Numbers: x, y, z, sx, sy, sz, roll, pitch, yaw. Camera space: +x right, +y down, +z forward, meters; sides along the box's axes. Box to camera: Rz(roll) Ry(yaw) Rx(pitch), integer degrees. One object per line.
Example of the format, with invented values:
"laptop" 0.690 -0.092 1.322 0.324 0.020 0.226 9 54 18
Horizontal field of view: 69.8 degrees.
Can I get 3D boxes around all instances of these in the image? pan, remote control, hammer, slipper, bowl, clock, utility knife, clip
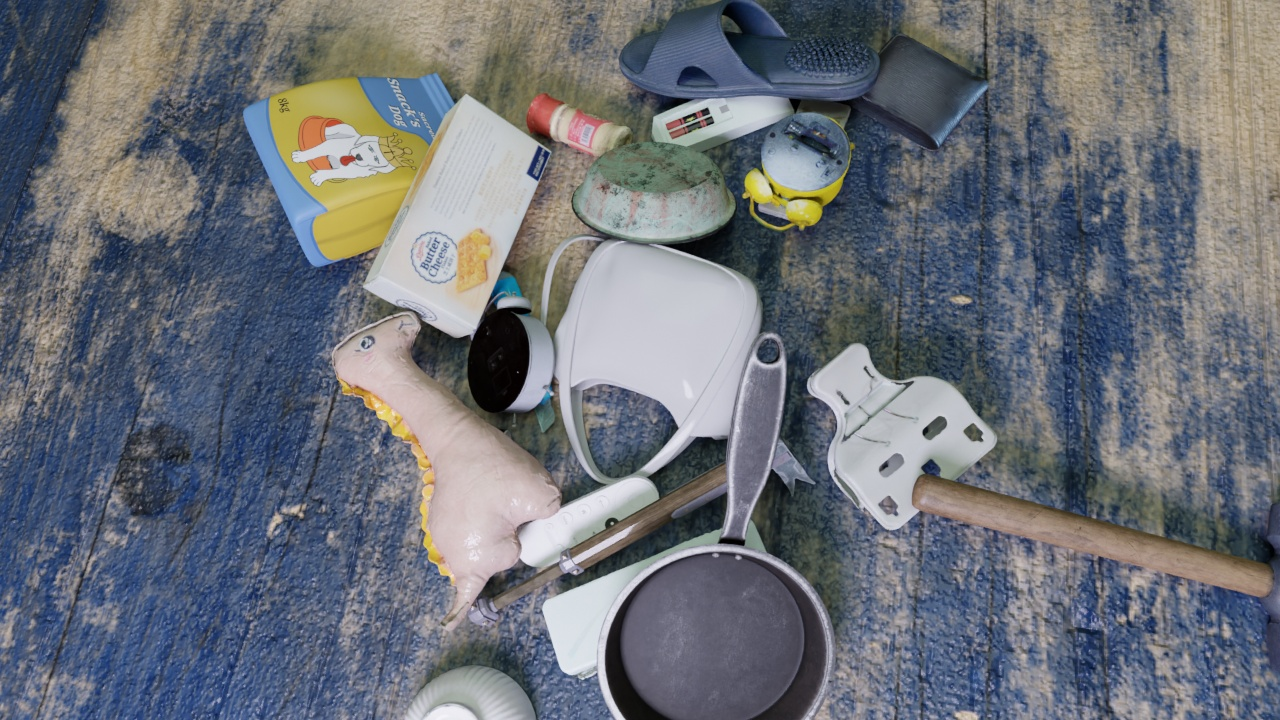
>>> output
"pan" 0.070 0.150 0.712 0.187 0.055 0.357 7 99 -3
"remote control" -0.047 0.143 0.816 0.136 0.013 0.043 -25 96 3
"remote control" 0.081 -0.249 0.933 0.143 0.024 0.049 -21 70 1
"hammer" 0.376 0.145 0.728 0.322 0.040 0.129 14 78 4
"slipper" 0.104 -0.318 0.907 0.264 0.083 0.101 10 54 17
"bowl" 0.014 -0.165 0.864 0.157 0.039 0.157 1 38 -1
"clock" 0.149 -0.177 0.868 0.083 0.057 0.118 33 80 16
"utility knife" -0.114 -0.013 0.887 0.031 0.015 0.178 -21 68 4
"bowl" -0.149 0.314 0.758 0.118 0.062 0.118 -3 71 8
"clip" 0.209 0.057 0.798 0.126 0.097 0.152 -39 67 -7
"remote control" 0.163 -0.201 0.912 0.050 0.011 0.135 19 75 14
"hammer" -0.015 0.144 0.777 0.317 0.147 0.028 -31 53 9
"clock" -0.123 -0.007 0.854 0.095 0.035 0.122 -39 57 35

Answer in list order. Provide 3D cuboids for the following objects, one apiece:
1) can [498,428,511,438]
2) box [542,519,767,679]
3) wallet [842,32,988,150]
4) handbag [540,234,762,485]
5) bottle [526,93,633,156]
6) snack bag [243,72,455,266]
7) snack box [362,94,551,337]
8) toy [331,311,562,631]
"can" -0.163 0.077 0.856 0.080 0.031 0.031 5 72 10
"box" 0.017 0.199 0.781 0.199 0.066 0.083 -25 89 1
"wallet" 0.273 -0.270 0.911 0.115 0.026 0.089 36 78 17
"handbag" -0.005 0.005 0.848 0.216 0.095 0.222 21 88 15
"bottle" -0.063 -0.237 0.941 0.109 0.044 0.044 25 77 15
"snack bag" -0.274 -0.210 0.941 0.205 0.102 0.159 -25 69 -16
"snack box" -0.173 -0.138 0.882 0.104 0.058 0.207 30 69 -27
"toy" -0.196 0.083 0.809 0.264 0.065 0.196 35 79 16
